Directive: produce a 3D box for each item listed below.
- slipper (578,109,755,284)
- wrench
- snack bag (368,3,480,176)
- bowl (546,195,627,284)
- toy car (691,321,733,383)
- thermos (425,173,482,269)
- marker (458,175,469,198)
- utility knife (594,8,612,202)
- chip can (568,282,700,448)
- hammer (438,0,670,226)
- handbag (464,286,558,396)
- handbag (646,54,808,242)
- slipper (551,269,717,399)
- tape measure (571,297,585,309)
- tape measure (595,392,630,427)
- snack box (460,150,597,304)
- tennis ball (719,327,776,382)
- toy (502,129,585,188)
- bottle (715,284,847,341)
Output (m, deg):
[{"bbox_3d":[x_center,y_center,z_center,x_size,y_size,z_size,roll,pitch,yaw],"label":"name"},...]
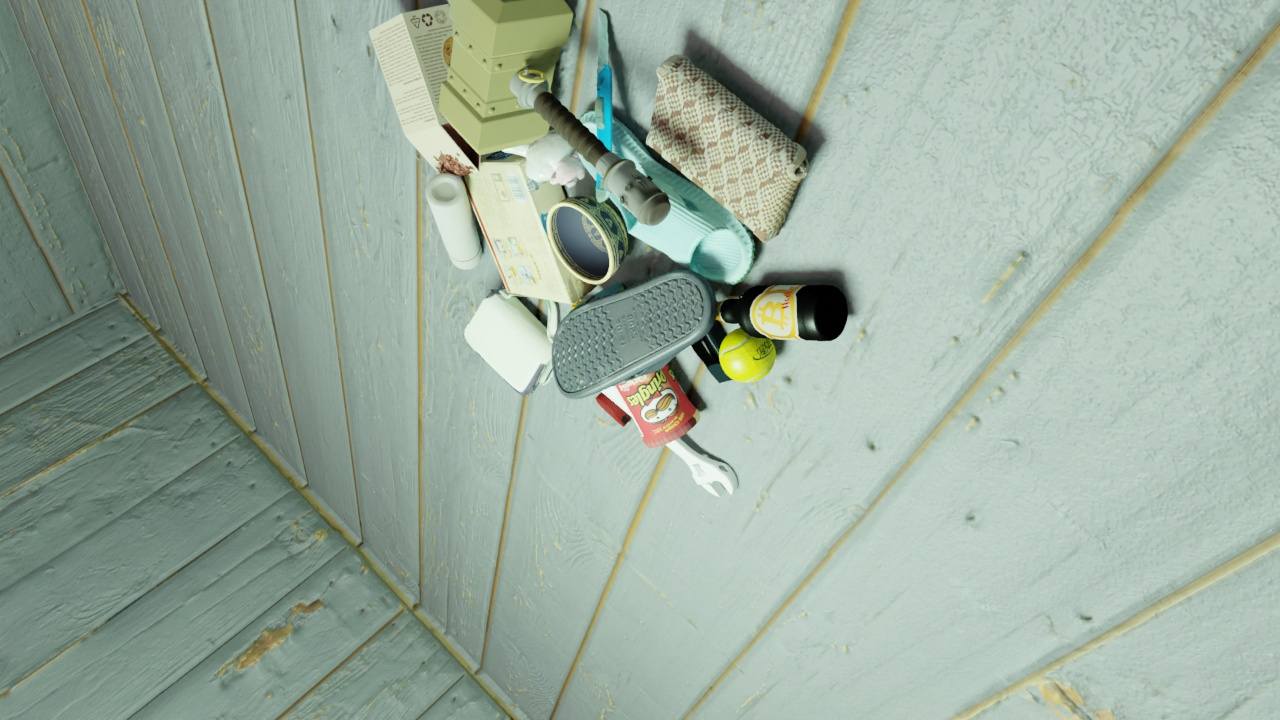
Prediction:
[{"bbox_3d":[0.012,-0.178,1.047,0.276,0.069,0.116,44,150,12],"label":"slipper"},{"bbox_3d":[0.028,0.101,1.320,0.273,0.018,0.066,40,145,7],"label":"wrench"},{"bbox_3d":[-0.268,-0.342,1.199,0.094,0.069,0.206,5,117,49],"label":"snack bag"},{"bbox_3d":[-0.057,-0.160,1.152,0.112,0.061,0.113,32,143,28],"label":"bowl"},{"bbox_3d":[0.084,-0.022,1.140,0.046,0.034,0.112,-17,108,56],"label":"toy car"},{"bbox_3d":[-0.265,-0.194,1.328,0.052,0.052,0.224,45,166,10],"label":"thermos"},{"bbox_3d":[-0.236,-0.222,1.359,0.013,0.013,0.142,-10,114,54],"label":"marker"},{"bbox_3d":[-0.041,-0.277,1.010,0.031,0.015,0.207,20,115,47],"label":"utility knife"},{"bbox_3d":[-0.007,0.007,1.234,0.087,0.086,0.213,-15,109,55],"label":"chip can"},{"bbox_3d":[-0.081,-0.254,0.985,0.325,0.100,0.191,47,141,25],"label":"hammer"},{"bbox_3d":[-0.173,-0.053,1.412,0.151,0.073,0.176,43,128,11],"label":"handbag"},{"bbox_3d":[0.088,-0.216,0.936,0.186,0.046,0.124,43,154,14],"label":"handbag"},{"bbox_3d":[-0.004,-0.035,1.131,0.269,0.083,0.110,-25,78,37],"label":"slipper"},{"bbox_3d":[-0.065,-0.059,1.290,0.059,0.030,0.068,-4,122,53],"label":"tape measure"},{"bbox_3d":[-0.041,0.072,1.389,0.059,0.019,0.051,41,168,16],"label":"tape measure"},{"bbox_3d":[-0.156,-0.184,1.255,0.153,0.055,0.207,13,132,46],"label":"snack box"},{"bbox_3d":[0.125,-0.007,1.074,0.065,0.065,0.065,32,143,28],"label":"tennis ball"},{"bbox_3d":[-0.114,-0.255,1.126,0.125,0.076,0.037,40,177,17],"label":"toy"},{"bbox_3d":[0.139,-0.054,1.017,0.182,0.059,0.059,5,126,49],"label":"bottle"}]
